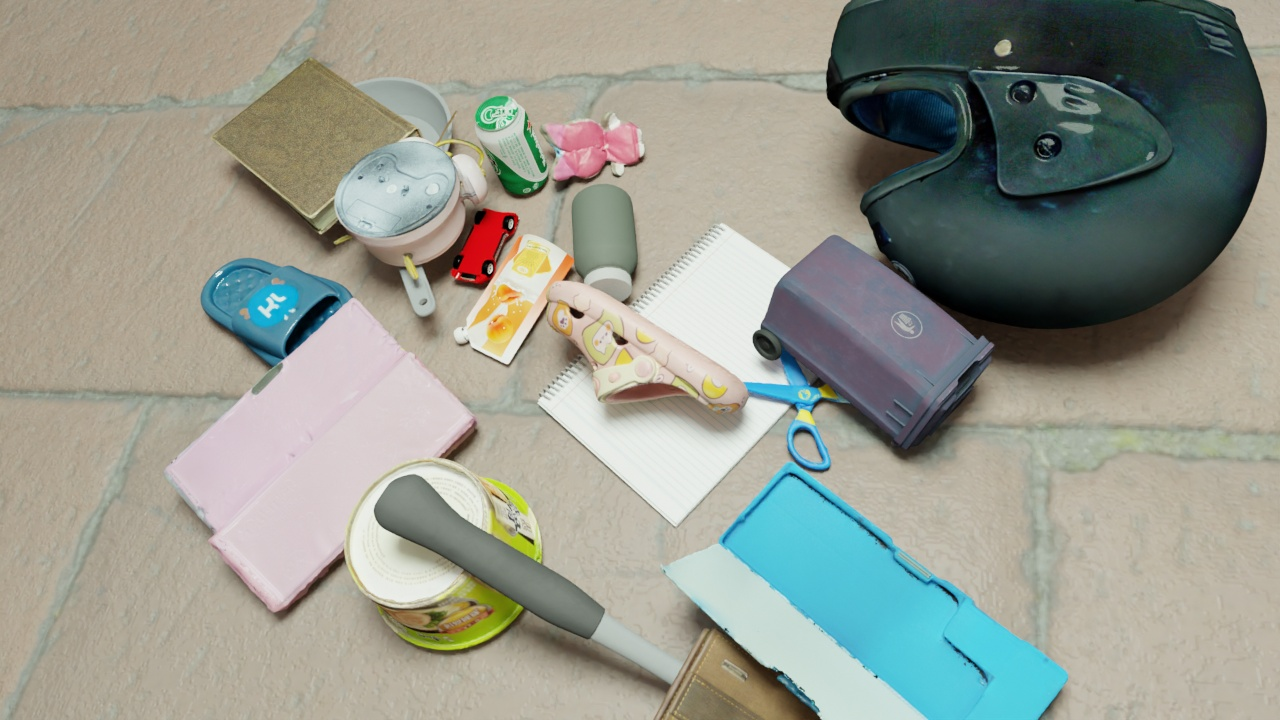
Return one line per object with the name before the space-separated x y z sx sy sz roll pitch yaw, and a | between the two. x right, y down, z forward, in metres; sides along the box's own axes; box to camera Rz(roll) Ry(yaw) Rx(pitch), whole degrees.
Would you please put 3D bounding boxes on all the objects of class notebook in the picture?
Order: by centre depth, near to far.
notebook | 0.052 0.001 0.810 0.178 0.013 0.245 39 76 26
notebook | -0.326 -0.245 0.972 0.190 0.034 0.215 -44 59 -13

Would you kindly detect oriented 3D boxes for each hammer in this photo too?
hammer | -0.052 0.180 0.653 0.311 0.030 0.124 32 74 -1

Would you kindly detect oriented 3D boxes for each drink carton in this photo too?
drink carton | -0.121 -0.058 0.873 0.069 0.039 0.122 25 76 23

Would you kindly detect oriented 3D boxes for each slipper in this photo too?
slipper | -0.005 0.004 0.771 0.197 0.093 0.081 30 92 21
slipper | -0.360 -0.057 0.903 0.214 0.059 0.103 25 66 31

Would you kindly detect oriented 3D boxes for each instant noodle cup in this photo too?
instant noodle cup | -0.158 0.147 0.727 0.146 0.098 0.146 -6 61 10

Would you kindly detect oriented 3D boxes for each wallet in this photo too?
wallet | 0.070 0.256 0.628 0.121 0.027 0.098 36 71 -6

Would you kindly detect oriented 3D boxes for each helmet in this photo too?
helmet | 0.288 -0.147 0.705 0.316 0.248 0.236 12 94 18

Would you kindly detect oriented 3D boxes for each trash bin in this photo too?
trash bin | 0.185 -0.013 0.730 0.161 0.092 0.093 41 63 18

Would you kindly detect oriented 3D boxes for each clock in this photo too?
clock | -0.214 -0.160 0.877 0.117 0.059 0.157 23 65 22

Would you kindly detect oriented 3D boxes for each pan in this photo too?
pan | -0.263 -0.166 0.950 0.200 0.051 0.356 -27 59 -3

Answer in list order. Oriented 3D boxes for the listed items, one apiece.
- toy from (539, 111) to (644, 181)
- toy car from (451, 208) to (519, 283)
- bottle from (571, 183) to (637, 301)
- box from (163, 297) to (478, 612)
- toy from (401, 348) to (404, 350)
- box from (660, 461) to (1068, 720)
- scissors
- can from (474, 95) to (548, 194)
toy | -0.048 -0.216 0.937 0.102 0.050 0.065 -9 91 -3
toy car | -0.154 -0.115 0.913 0.038 0.025 0.089 12 66 19
bottle | -0.034 -0.109 0.862 0.060 0.060 0.108 -9 60 8
box | -0.282 0.075 0.796 0.179 0.039 0.232 42 81 11
toy | -0.253 0.022 0.851 0.094 0.041 0.095 -16 60 0
box | 0.149 0.196 0.648 0.169 0.071 0.243 -30 56 -35
scissors | 0.143 0.029 0.766 0.127 0.015 0.125 -17 66 -6
can | -0.128 -0.212 0.915 0.053 0.101 0.053 -6 61 10
